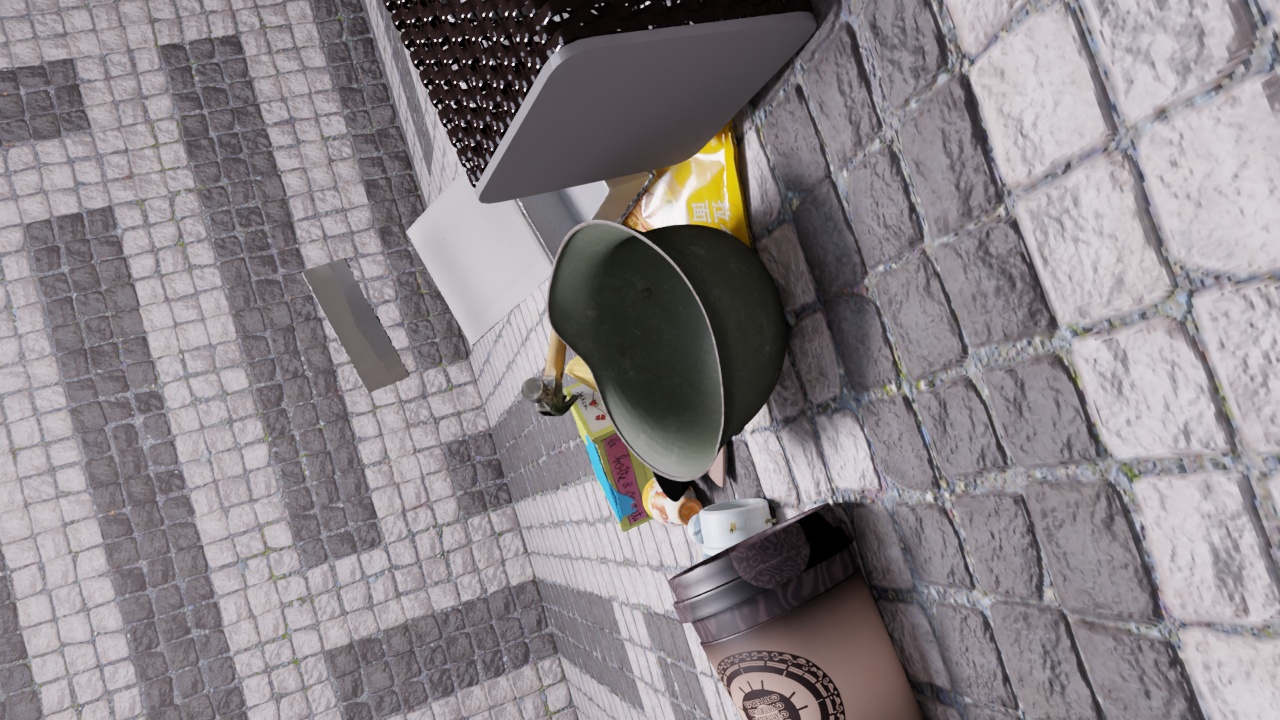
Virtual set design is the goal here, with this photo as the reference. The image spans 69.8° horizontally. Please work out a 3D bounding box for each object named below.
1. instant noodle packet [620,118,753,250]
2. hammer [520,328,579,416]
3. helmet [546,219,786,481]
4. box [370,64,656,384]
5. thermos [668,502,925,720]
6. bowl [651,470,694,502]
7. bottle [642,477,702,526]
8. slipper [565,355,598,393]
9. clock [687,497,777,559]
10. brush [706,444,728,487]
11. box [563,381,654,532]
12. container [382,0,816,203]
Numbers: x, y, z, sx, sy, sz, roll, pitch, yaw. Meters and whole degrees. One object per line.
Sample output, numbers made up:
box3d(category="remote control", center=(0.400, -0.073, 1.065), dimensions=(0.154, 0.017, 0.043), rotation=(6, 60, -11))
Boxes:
box3d(category="instant noodle packet", center=(0.030, -0.181, 0.917), dimensions=(0.222, 0.084, 0.163), rotation=(24, 130, 54))
box3d(category="hammer", center=(-0.103, -0.084, 1.245), dimensions=(0.132, 0.033, 0.330), rotation=(49, -136, -64))
box3d(category="helmet", center=(0.044, -0.020, 0.845), dimensions=(0.227, 0.153, 0.268), rotation=(35, 136, 35))
box3d(category="box", center=(-0.150, -0.148, 1.025), dimensions=(0.420, 0.108, 0.166), rotation=(-40, 77, 44))
box3d(category="thermos", center=(0.145, 0.261, 0.799), dimensions=(0.226, 0.172, 0.173), rotation=(64, 161, 11))
box3d(category="bowl", center=(0.048, 0.107, 1.133), dimensions=(0.124, 0.052, 0.124), rotation=(163, 90, -73))
box3d(category="bottle", center=(0.045, 0.187, 1.196), dimensions=(0.109, 0.063, 0.063), rotation=(-166, 61, -70))
box3d(category="slipper", center=(-0.007, 0.007, 1.131), dimensions=(0.264, 0.099, 0.078), rotation=(1, 67, 59))
box3d(category="clock", center=(0.099, 0.183, 0.994), dimensions=(0.118, 0.083, 0.057), rotation=(166, 94, -70))
box3d(category="brush", center=(0.089, 0.077, 1.051), dimensions=(0.050, 0.015, 0.136), rotation=(-135, 39, -60))
box3d(category="box", center=(-0.034, 0.133, 1.323), dimensions=(0.124, 0.079, 0.221), rotation=(-123, 11, -47))
box3d(category="container", center=(-0.047, -0.294, 0.707), dimensions=(0.246, 0.246, 0.243), rotation=(-35, 75, 60))
